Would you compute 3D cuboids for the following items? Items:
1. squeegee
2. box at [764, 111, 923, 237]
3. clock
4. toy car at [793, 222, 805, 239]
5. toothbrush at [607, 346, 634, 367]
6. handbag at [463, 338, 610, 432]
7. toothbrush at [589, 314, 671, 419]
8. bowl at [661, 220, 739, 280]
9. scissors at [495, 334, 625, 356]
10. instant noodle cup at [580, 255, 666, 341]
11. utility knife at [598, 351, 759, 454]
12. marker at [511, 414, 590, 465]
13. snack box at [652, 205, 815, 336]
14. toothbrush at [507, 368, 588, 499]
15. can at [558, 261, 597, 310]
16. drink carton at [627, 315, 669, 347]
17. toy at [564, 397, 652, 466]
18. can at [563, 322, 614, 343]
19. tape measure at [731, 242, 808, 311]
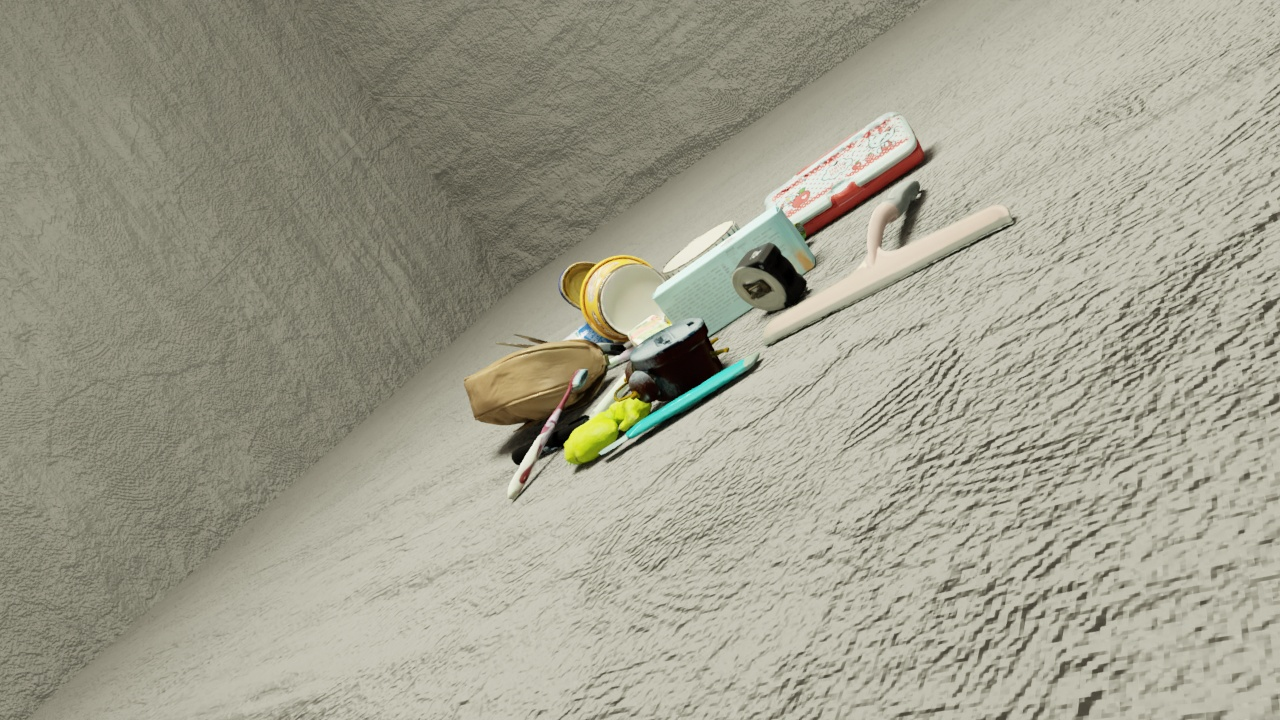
[{"bbox_3d":[0.240,-0.134,0.883,0.248,0.040,0.248,-29,14,36],"label":"squeegee"},{"bbox_3d":[0.242,-0.224,1.121,0.202,0.047,0.086,-33,45,24],"label":"box"},{"bbox_3d":[0.025,0.005,0.905,0.122,0.055,0.082,-29,14,0],"label":"clock"},{"bbox_3d":[0.163,-0.129,1.088,0.091,0.036,0.043,-46,13,-30],"label":"toy car"},{"bbox_3d":[-0.008,-0.014,1.193,0.021,0.029,0.190,3,-20,-43],"label":"toothbrush"},{"bbox_3d":[-0.137,0.034,1.195,0.147,0.100,0.205,-14,-3,-32],"label":"handbag"},{"bbox_3d":[-0.006,0.006,1.084,0.029,0.020,0.189,-19,27,53],"label":"toothbrush"},{"bbox_3d":[0.092,-0.124,1.201,0.116,0.066,0.116,-35,13,9],"label":"bowl"},{"bbox_3d":[-0.103,-0.016,1.246,0.178,0.014,0.159,-1,-16,7],"label":"scissors"},{"bbox_3d":[-0.015,-0.081,1.216,0.118,0.118,0.114,-39,11,-5],"label":"instant noodle cup"},{"bbox_3d":[0.034,0.044,0.864,0.187,0.013,0.029,-32,11,18],"label":"utility knife"},{"bbox_3d":[-0.103,0.093,1.059,0.132,0.020,0.022,-27,59,40],"label":"marker"},{"bbox_3d":[0.104,-0.094,1.034,0.175,0.074,0.051,-34,12,16],"label":"snack box"},{"bbox_3d":[-0.102,0.080,1.036,0.017,0.016,0.187,-8,43,41],"label":"toothbrush"},{"bbox_3d":[-0.046,-0.094,1.324,0.049,0.148,0.074,-162,91,-78],"label":"can"},{"bbox_3d":[0.025,-0.015,1.018,0.045,0.053,0.122,-38,13,-3],"label":"drink carton"},{"bbox_3d":[-0.037,0.070,0.933,0.100,0.031,0.097,-42,15,-22],"label":"toy"},{"bbox_3d":[-0.105,-0.003,1.350,0.134,0.053,0.053,-39,12,-6],"label":"can"},{"bbox_3d":[0.129,-0.082,0.941,0.033,0.066,0.066,-54,17,-29],"label":"tape measure"}]
